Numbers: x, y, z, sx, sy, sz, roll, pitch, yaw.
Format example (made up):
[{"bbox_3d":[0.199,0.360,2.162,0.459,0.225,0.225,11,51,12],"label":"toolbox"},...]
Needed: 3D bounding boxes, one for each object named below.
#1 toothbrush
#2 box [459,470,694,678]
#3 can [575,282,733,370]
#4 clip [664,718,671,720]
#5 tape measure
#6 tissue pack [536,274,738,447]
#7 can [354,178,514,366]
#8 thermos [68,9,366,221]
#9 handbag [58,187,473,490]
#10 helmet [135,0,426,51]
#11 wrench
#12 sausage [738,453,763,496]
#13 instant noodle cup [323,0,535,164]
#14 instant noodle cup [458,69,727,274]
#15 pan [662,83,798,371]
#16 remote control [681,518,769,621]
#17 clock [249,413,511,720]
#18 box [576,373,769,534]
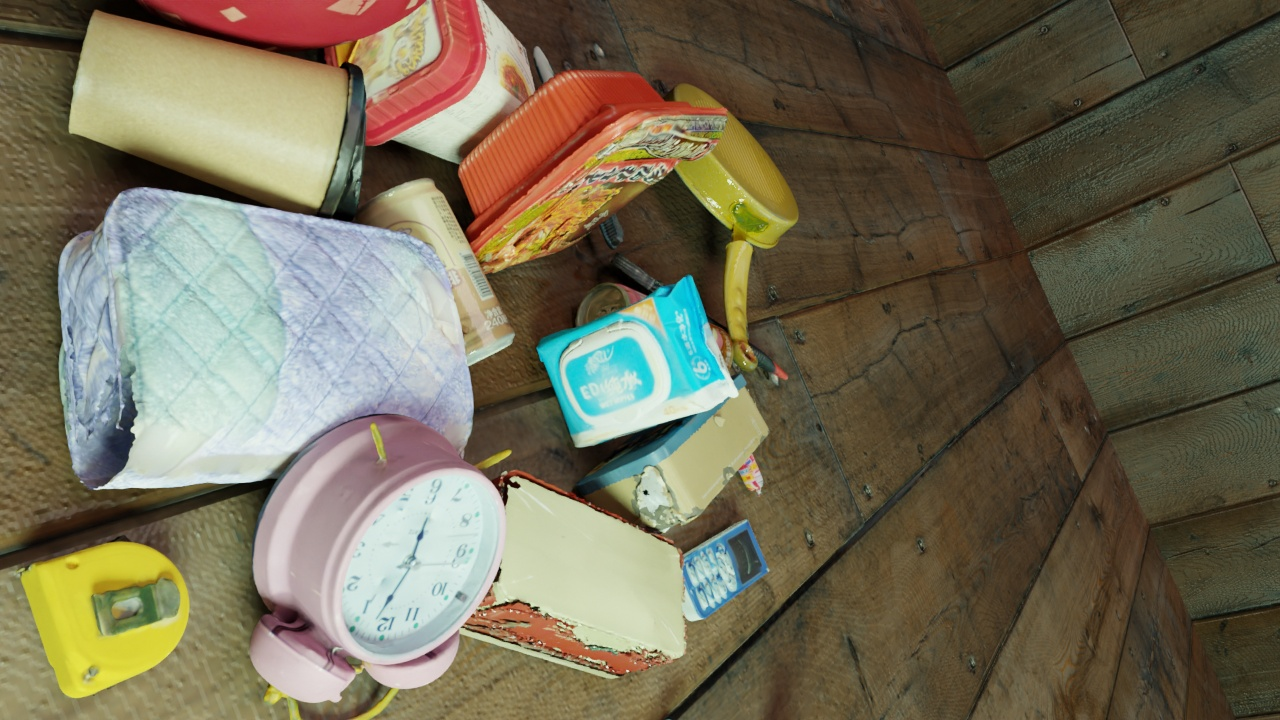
[{"bbox_3d":[-0.054,-0.184,0.784,0.016,0.018,0.191,-13,80,-56],"label":"toothbrush"},{"bbox_3d":[-0.039,0.137,0.571,0.168,0.076,0.091,32,45,-39],"label":"box"},{"bbox_3d":[0.015,-0.018,0.764,0.147,0.058,0.057,19,54,-48],"label":"can"},{"bbox_3d":[0.016,0.263,0.617,0.053,0.033,0.013,-37,100,-40],"label":"clip"},{"bbox_3d":[-0.220,0.105,0.385,0.057,0.029,0.060,-14,81,-57],"label":"tape measure"},{"bbox_3d":[-0.004,0.004,0.652,0.063,0.140,0.090,-25,93,-58],"label":"tissue pack"},{"bbox_3d":[-0.130,-0.052,0.583,0.058,0.059,0.116,-32,95,-57],"label":"can"},{"bbox_3d":[-0.212,-0.126,0.481,0.143,0.093,0.093,12,58,-30],"label":"thermos"},{"bbox_3d":[-0.181,-0.005,0.468,0.193,0.076,0.134,5,65,-51],"label":"handbag"},{"bbox_3d":[-0.190,-0.237,0.493,0.206,0.240,0.144,-21,129,-38],"label":"helmet"},{"bbox_3d":[0.061,-0.037,0.861,0.273,0.016,0.056,30,9,-46],"label":"wrench"},{"bbox_3d":[0.079,0.052,0.842,0.020,0.020,0.156,-15,82,-56],"label":"sausage"},{"bbox_3d":[-0.137,-0.199,0.633,0.124,0.117,0.116,20,52,-63],"label":"instant noodle cup"},{"bbox_3d":[-0.046,-0.136,0.644,0.079,0.189,0.164,57,31,3],"label":"instant noodle cup"},{"bbox_3d":[0.090,-0.139,0.921,0.197,0.078,0.356,29,34,-36],"label":"pan"},{"bbox_3d":[0.064,0.168,0.741,0.124,0.024,0.049,-13,80,-55],"label":"remote control"},{"bbox_3d":[-0.128,0.108,0.451,0.117,0.060,0.158,18,94,-54],"label":"clock"},{"bbox_3d":[0.033,0.070,0.705,0.060,0.090,0.183,60,31,-6],"label":"box"}]
